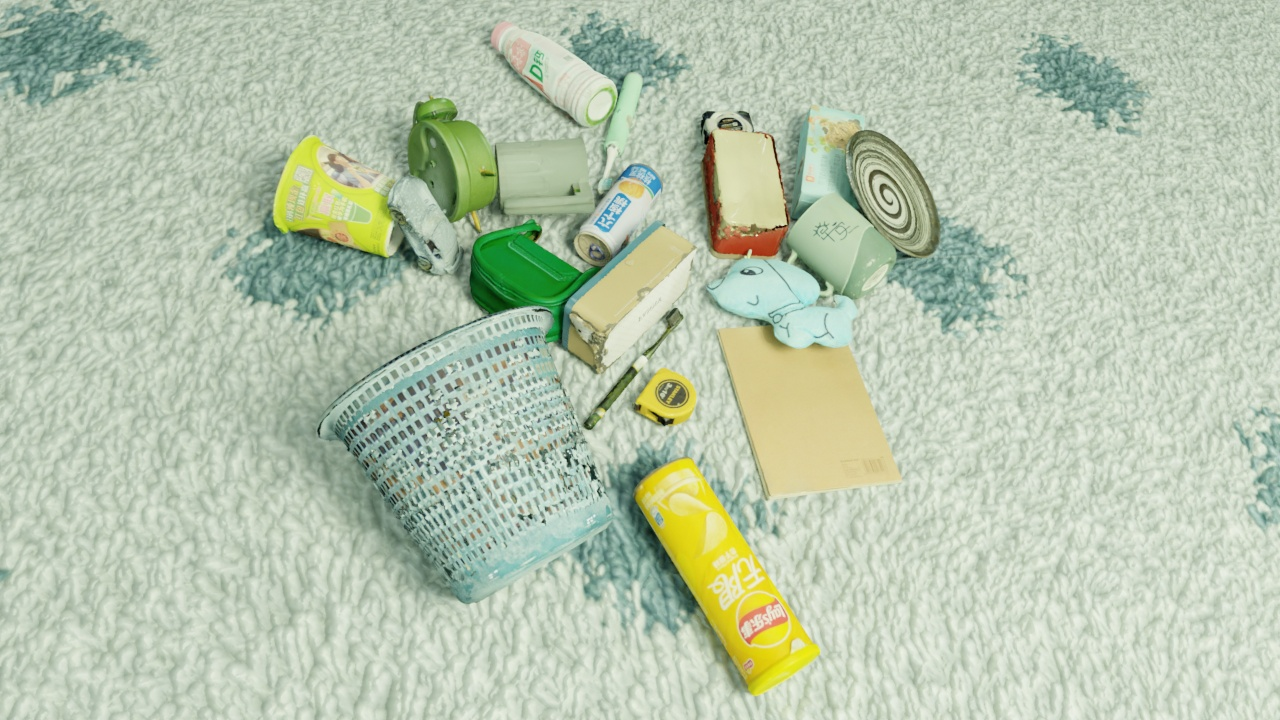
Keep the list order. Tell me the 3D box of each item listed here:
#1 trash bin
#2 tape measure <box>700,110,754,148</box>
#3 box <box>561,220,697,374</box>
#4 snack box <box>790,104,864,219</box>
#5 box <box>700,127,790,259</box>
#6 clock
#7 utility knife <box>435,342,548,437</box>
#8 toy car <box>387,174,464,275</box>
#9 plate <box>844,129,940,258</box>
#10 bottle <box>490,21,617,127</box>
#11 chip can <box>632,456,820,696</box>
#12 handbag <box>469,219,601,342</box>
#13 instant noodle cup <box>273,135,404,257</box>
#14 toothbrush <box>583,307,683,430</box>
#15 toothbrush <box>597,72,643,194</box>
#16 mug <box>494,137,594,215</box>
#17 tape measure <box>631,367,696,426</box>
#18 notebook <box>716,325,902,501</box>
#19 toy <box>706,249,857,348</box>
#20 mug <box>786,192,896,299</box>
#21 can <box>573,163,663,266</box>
[{"bbox_3d":[-0.133,0.092,0.795,0.226,0.227,0.195,-26,82,-24],"label":"trash bin"},{"bbox_3d":[0.114,-0.295,1.198,0.065,0.034,0.066,-1,54,-8],"label":"tape measure"},{"bbox_3d":[-0.007,-0.074,0.995,0.061,0.090,0.183,33,55,14],"label":"box"},{"bbox_3d":[0.241,-0.250,1.175,0.074,0.052,0.174,13,54,-1],"label":"snack box"},{"bbox_3d":[0.125,-0.209,1.114,0.091,0.077,0.168,3,55,-8],"label":"box"},{"bbox_3d":[-0.223,-0.231,1.053,0.056,0.116,0.161,-23,65,-35],"label":"clock"},{"bbox_3d":[-0.149,0.021,0.951,0.033,0.015,0.214,33,56,12],"label":"utility knife"},{"bbox_3d":[-0.230,-0.145,0.992,0.037,0.121,0.054,2,51,25],"label":"toy car"},{"bbox_3d":[0.308,-0.203,1.136,0.179,0.024,0.179,21,56,-34],"label":"plate"},{"bbox_3d":[-0.118,-0.382,1.202,0.068,0.068,0.197,-36,65,-28],"label":"bottle"},{"bbox_3d":[0.074,0.193,0.836,0.072,0.072,0.213,-23,61,-22],"label":"chip can"},{"bbox_3d":[-0.115,-0.092,0.998,0.131,0.068,0.119,33,51,18],"label":"handbag"},{"bbox_3d":[-0.319,-0.171,1.006,0.123,0.112,0.111,21,55,-4],"label":"instant noodle cup"},{"bbox_3d":[-0.006,0.006,0.983,0.012,0.017,0.185,12,49,37],"label":"toothbrush"},{"bbox_3d":[-0.028,-0.292,1.177,0.027,0.026,0.223,-6,51,25],"label":"toothbrush"},{"bbox_3d":[-0.113,-0.205,1.063,0.103,0.084,0.123,-4,39,-10],"label":"mug"},{"bbox_3d":[0.029,0.041,0.957,0.057,0.029,0.059,28,56,12],"label":"tape measure"},{"bbox_3d":[0.179,0.046,0.989,0.149,0.012,0.211,-5,57,-14],"label":"notebook"},{"bbox_3d":[0.159,-0.070,1.035,0.161,0.050,0.156,-5,46,-7],"label":"toy"},{"bbox_3d":[0.227,-0.121,1.074,0.112,0.082,0.106,-44,72,4],"label":"mug"},{"bbox_3d":[-0.025,-0.172,1.079,0.053,0.053,0.134,26,56,9],"label":"can"}]
